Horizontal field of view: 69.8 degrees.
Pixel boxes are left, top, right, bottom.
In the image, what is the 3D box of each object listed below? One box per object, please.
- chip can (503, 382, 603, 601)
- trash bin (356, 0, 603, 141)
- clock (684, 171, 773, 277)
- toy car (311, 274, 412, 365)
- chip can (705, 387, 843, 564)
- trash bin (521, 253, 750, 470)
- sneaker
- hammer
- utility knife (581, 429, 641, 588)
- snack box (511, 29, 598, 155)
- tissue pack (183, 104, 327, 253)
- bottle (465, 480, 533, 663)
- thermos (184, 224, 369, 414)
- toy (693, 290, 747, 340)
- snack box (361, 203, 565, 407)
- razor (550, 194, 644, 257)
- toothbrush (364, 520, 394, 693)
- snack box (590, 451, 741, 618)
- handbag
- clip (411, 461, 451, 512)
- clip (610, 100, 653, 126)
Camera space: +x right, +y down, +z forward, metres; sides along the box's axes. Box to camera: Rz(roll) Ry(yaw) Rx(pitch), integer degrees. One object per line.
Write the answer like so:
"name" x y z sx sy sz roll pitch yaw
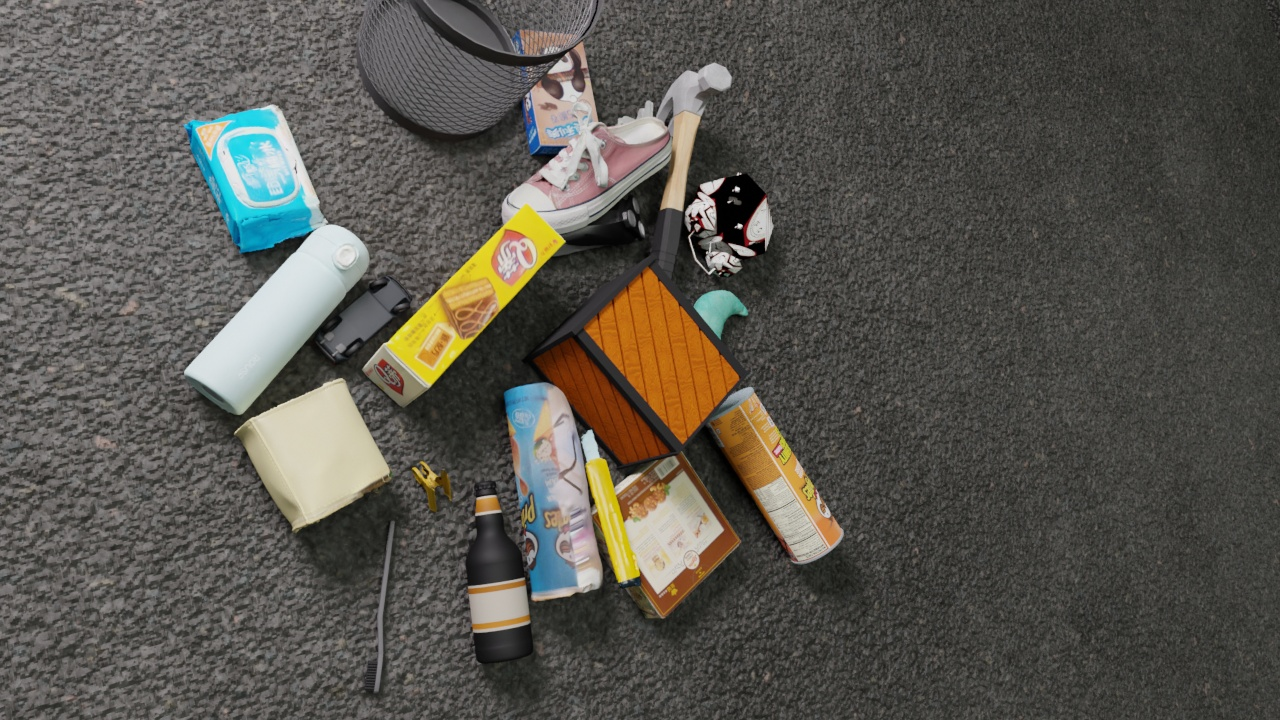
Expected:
"chip can" -0.095 0.140 0.996 0.079 0.080 0.229 -5 81 -30
"trash bin" -0.185 -0.370 0.982 0.217 0.228 0.217 7 74 -27
"clock" 0.114 -0.172 1.176 0.154 0.065 0.115 -49 118 -36
"toy car" -0.289 -0.043 0.957 0.046 0.034 0.111 48 61 -10
"chip can" 0.164 0.143 1.138 0.075 0.075 0.215 -36 96 -31
"trash bin" -0.006 0.006 1.040 0.172 0.140 0.139 50 60 -10
"sneaker" -0.061 -0.231 1.071 0.240 0.088 0.118 -36 55 -22
"hammer" 0.041 -0.200 1.143 0.039 0.131 0.328 14 81 -26
"utility knife" -0.034 0.163 1.010 0.030 0.017 0.179 -11 83 -33
"snack box" -0.104 -0.328 1.131 0.087 0.034 0.151 -7 82 -31
"tissue pack" -0.384 -0.186 0.924 0.092 0.062 0.144 -24 90 -32
"bottle" -0.151 0.217 0.955 0.059 0.059 0.181 -3 79 -30
"thermos" -0.350 -0.045 0.902 0.065 0.078 0.206 46 63 -25
"toy" 0.098 -0.044 1.175 0.085 0.033 0.105 32 63 -31
"snack box" -0.185 -0.059 0.974 0.061 0.110 0.229 45 61 -11
"razor" -0.069 -0.155 1.099 0.156 0.060 0.057 -15 97 -11
"toothbrush" -0.258 0.244 0.917 0.013 0.013 0.167 9 73 -19
"snack box" 0.025 0.198 1.067 0.142 0.041 0.147 -37 97 -31
"handbag" -0.312 0.093 0.889 0.110 0.081 0.119 -30 92 -38
"clip" -0.215 0.126 0.955 0.044 0.054 0.049 -5 54 -10
"clip" -0.006 -0.292 1.173 0.058 0.050 0.101 13 70 -39
